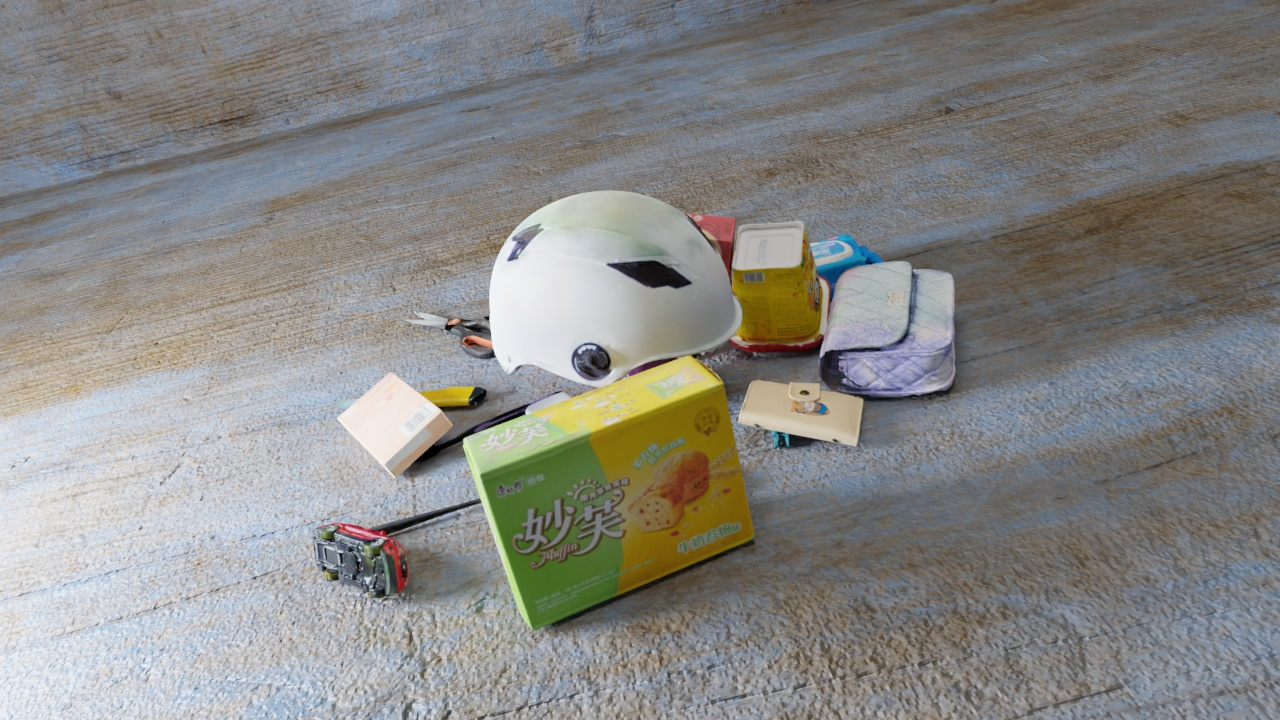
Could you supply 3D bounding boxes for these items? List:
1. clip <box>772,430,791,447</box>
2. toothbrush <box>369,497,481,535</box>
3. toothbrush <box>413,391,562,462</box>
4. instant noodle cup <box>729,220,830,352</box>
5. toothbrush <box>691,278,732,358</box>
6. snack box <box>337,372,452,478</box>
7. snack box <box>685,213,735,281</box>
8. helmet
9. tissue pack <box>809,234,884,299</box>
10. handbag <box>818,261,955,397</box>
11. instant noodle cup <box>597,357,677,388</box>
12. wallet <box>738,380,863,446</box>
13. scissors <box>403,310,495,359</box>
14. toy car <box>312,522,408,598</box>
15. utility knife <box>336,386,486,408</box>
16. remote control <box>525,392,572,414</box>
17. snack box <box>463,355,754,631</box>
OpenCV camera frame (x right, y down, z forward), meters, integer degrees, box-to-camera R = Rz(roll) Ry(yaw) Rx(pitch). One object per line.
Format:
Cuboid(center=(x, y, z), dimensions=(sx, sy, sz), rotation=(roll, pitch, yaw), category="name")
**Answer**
Cuboid(center=(0.140, 0.069, 0.911), dimensions=(0.040, 0.014, 0.056), rotation=(-5, 27, 13), category="clip")
Cuboid(center=(-0.216, 0.157, 0.895), dimensions=(0.181, 0.016, 0.018), rotation=(-15, 37, -6), category="toothbrush")
Cuboid(center=(-0.172, 0.073, 1.032), dimensions=(0.188, 0.014, 0.017), rotation=(-24, 18, -20), category="toothbrush")
Cuboid(center=(0.153, -0.086, 1.041), dimensions=(0.116, 0.124, 0.116), rotation=(-1, 49, 17), category="instant noodle cup")
Cuboid(center=(0.110, -0.078, 1.125), dimensions=(0.026, 0.027, 0.212), rotation=(17, 55, 30), category="toothbrush")
Cuboid(center=(-0.280, 0.069, 1.038), dimensions=(0.084, 0.026, 0.157), rotation=(-44, 35, -16), category="snack box")
Cuboid(center=(0.043, -0.116, 1.060), dimensions=(0.127, 0.113, 0.044), rotation=(7, 51, 8), category="snack box")
Cuboid(center=(-0.034, -0.092, 0.923), dimensions=(0.259, 0.146, 0.228), rotation=(3, 32, 25), category="helmet")
Cuboid(center=(0.231, -0.117, 1.165), dimensions=(0.157, 0.052, 0.095), rotation=(-14, 29, -2), category="tissue pack")
Cuboid(center=(0.269, -0.039, 0.988), dimensions=(0.134, 0.076, 0.193), rotation=(-2, 29, 19), category="handbag")
Cuboid(center=(-0.006, 0.006, 0.994), dimensions=(0.111, 0.099, 0.111), rotation=(-10, 30, 6), category="instant noodle cup")
Cuboid(center=(0.161, 0.047, 0.909), dimensions=(0.115, 0.024, 0.087), rotation=(9, 28, 13), category="wallet")
Cuboid(center=(-0.255, -0.042, 1.261), dimensions=(0.234, 0.022, 0.162), rotation=(-3, 30, 16), category="scissors")
Cuboid(center=(-0.251, 0.177, 0.833), dimensions=(0.121, 0.053, 0.045), rotation=(8, 16, 40), category="toy car")
Cuboid(center=(-0.282, 0.049, 1.115), dimensions=(0.207, 0.015, 0.033), rotation=(-4, 31, 16), category="utility knife")
Cuboid(center=(-0.076, 0.074, 0.982), dimensions=(0.055, 0.020, 0.136), rotation=(-25, 31, -19), category="remote control")
Cuboid(center=(-0.021, 0.107, 0.755), dimensions=(0.210, 0.158, 0.070), rotation=(-20, 26, -13), category="snack box")
